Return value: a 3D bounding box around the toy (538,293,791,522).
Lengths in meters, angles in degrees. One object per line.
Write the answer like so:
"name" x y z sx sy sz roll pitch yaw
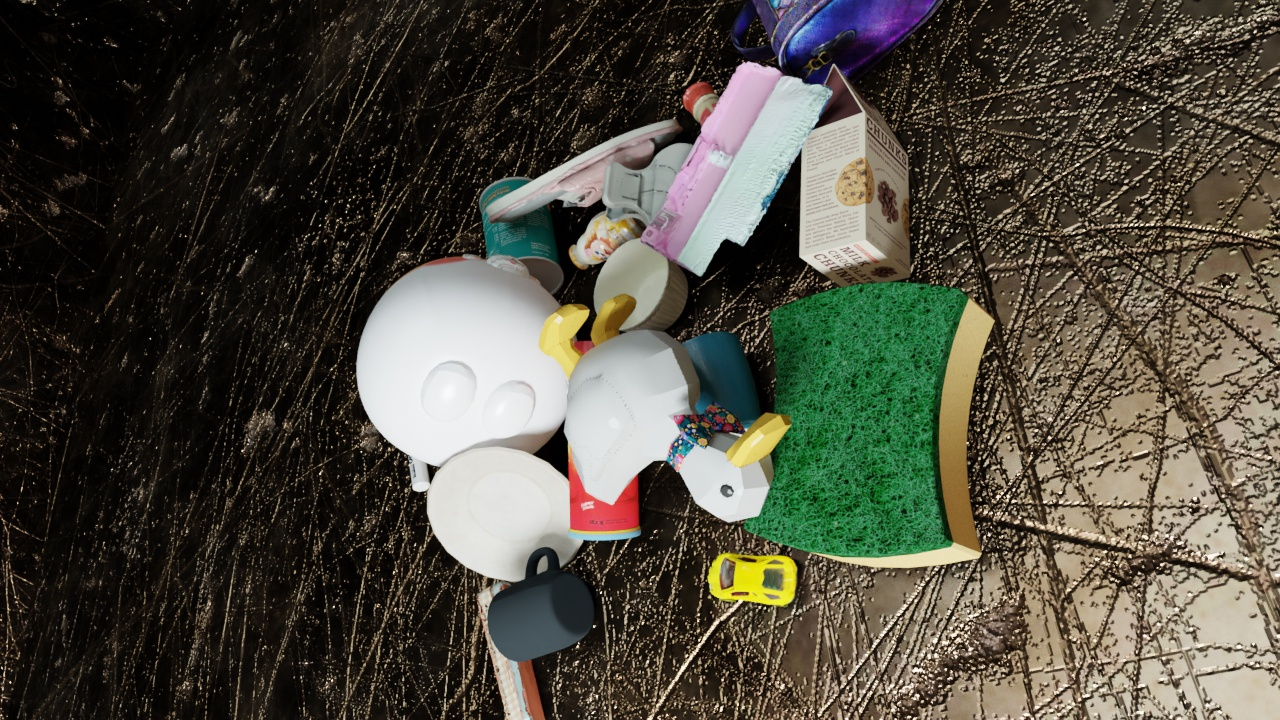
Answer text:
"toy" 0.011 0.060 0.888 0.267 0.140 0.247 54 130 18

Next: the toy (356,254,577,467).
"toy" -0.209 -0.008 1.130 0.266 0.262 0.280 -63 24 19

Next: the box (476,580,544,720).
"box" -0.155 0.351 1.078 0.058 0.053 0.186 99 155 -49

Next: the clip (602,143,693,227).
"clip" 0.027 -0.198 1.093 0.147 0.082 0.124 7 69 -1

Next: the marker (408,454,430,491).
"marker" -0.328 0.132 1.342 0.025 0.025 0.125 -37 51 25

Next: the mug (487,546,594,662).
"mug" -0.111 0.271 1.045 0.095 0.085 0.121 -28 50 31

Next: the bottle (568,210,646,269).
"bottle" -0.042 -0.157 1.172 0.109 0.063 0.063 -31 54 30

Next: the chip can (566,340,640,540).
"chip can" -0.042 0.086 1.018 0.087 0.086 0.213 -3 88 42

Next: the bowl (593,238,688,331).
"bowl" 0.007 -0.081 1.096 0.116 0.062 0.115 -18 62 37

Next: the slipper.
"slipper" -0.068 -0.231 1.174 0.274 0.114 0.054 -24 95 5

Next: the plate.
"plate" -0.156 0.179 1.084 0.189 0.188 0.027 -41 14 23

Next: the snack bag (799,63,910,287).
"snack bag" 0.217 -0.188 0.925 0.070 0.094 0.206 -11 65 39

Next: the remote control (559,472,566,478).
"remote control" -0.130 0.186 1.136 0.114 0.028 0.060 -48 47 18

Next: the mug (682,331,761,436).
"mug" 0.071 0.042 0.971 0.112 0.084 0.104 -30 63 22

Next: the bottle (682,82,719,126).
"bottle" 0.091 -0.297 1.123 0.044 0.044 0.109 -45 49 20

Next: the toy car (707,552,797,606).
"toy car" 0.109 0.215 0.904 0.107 0.030 0.049 -9 68 42

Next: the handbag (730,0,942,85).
"handbag" 0.197 -0.417 1.017 0.223 0.125 0.204 -32 54 26

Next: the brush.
"brush" 0.209 0.059 0.844 0.195 0.075 0.249 -5 70 41

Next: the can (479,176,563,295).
"can" -0.165 -0.165 1.263 0.099 0.099 0.143 -32 54 29

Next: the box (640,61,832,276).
"box" 0.100 -0.200 0.972 0.230 0.035 0.159 -60 35 7
